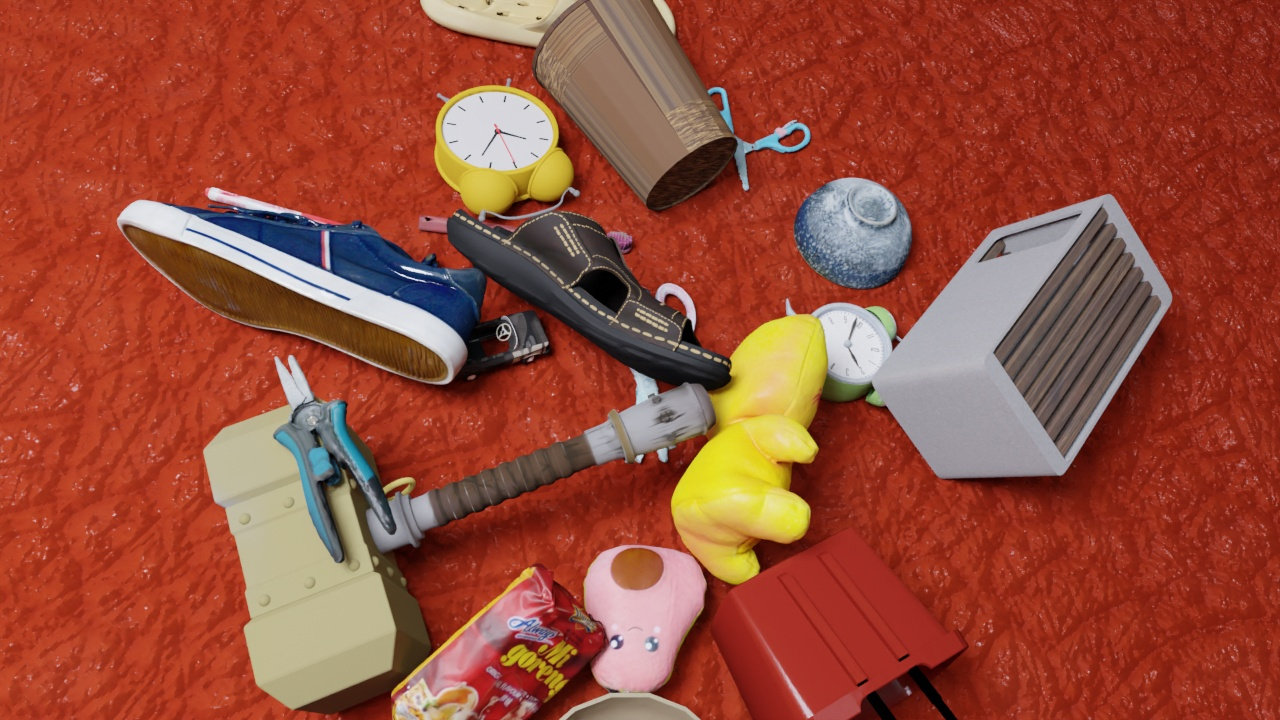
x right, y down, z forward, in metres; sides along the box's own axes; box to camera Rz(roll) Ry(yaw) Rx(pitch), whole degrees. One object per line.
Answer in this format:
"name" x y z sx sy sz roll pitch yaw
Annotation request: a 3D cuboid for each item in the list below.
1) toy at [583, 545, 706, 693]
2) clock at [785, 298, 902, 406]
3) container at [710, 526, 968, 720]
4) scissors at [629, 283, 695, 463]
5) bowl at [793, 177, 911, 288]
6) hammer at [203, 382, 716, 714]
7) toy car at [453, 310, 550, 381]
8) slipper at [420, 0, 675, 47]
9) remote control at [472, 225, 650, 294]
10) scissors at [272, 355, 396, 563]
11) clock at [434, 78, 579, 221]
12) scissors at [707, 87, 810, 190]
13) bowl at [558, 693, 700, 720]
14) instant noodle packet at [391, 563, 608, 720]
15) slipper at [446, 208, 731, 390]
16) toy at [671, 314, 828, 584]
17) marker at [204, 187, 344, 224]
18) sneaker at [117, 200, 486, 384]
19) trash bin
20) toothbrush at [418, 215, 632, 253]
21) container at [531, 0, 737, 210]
"toy" 0.001 0.187 0.661 0.090 0.051 0.109 7 64 -1
"clock" 0.182 -0.007 0.802 0.119 0.043 0.094 6 63 -7
"container" 0.152 0.231 0.625 0.147 0.127 0.200 -22 59 -21
"scissors" 0.018 0.008 0.778 0.103 0.016 0.178 -8 64 -13
"bowl" 0.207 -0.131 0.862 0.114 0.061 0.114 5 61 -9
"hammer" -0.102 0.088 0.630 0.324 0.101 0.190 -21 68 -8
"toy car" -0.122 -0.014 0.749 0.092 0.037 0.040 -18 68 -19
"slipper" -0.088 -0.373 0.921 0.261 0.079 0.111 3 59 -9
"remote control" -0.068 -0.067 0.790 0.150 0.022 0.047 24 66 7
"scissors" -0.203 0.061 0.576 0.127 0.019 0.141 12 66 6
"clock" -0.124 -0.188 0.833 0.113 0.052 0.152 -19 64 -19
"scissors" 0.101 -0.230 0.920 0.134 0.015 0.133 -24 69 -27
"bowl" -0.010 0.300 0.601 0.152 0.051 0.152 4 62 -9
"instant noodle packet" -0.090 0.202 0.597 0.135 0.098 0.039 -41 45 -8
"slipper" -0.036 -0.060 0.710 0.268 0.113 0.075 31 85 21
"toy" 0.081 0.063 0.695 0.087 0.135 0.193 21 56 -3
"marker" -0.303 -0.125 0.788 0.142 0.013 0.012 16 61 -2
"sneaker" -0.255 -0.082 0.720 0.294 0.121 0.127 17 61 6
"trash bin" 0.323 -0.019 0.771 0.228 0.115 0.114 -45 104 -27
"toothbrush" -0.101 -0.114 0.818 0.190 0.016 0.016 5 62 -8
"container" 0.000 -0.235 0.843 0.132 0.132 0.167 -29 78 -23
